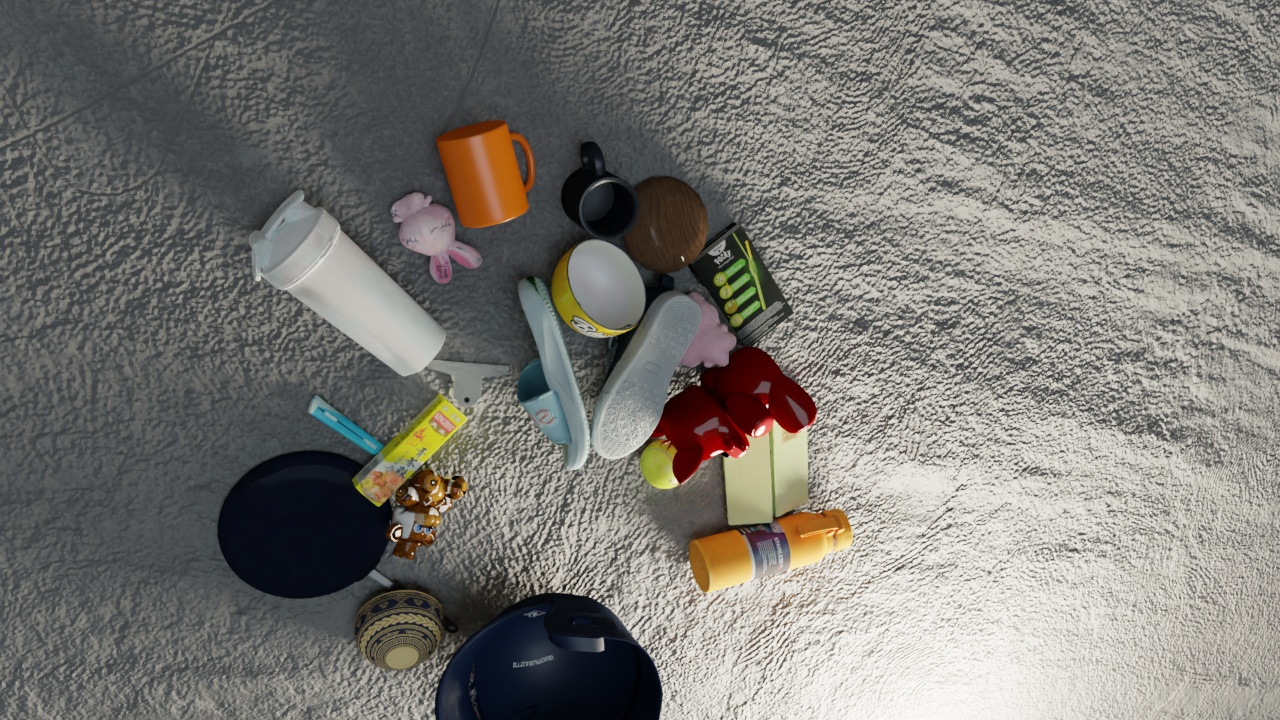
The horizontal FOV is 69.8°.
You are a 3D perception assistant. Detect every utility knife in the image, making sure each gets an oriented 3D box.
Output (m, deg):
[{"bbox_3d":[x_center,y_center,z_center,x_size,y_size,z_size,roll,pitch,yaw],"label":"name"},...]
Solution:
[{"bbox_3d":[-0.340,0.083,1.084,0.123,0.015,0.022,41,70,-30],"label":"utility knife"}]

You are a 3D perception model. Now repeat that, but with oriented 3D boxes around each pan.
[{"bbox_3d":[-0.353,0.252,1.143,0.199,0.021,0.356,-44,119,0],"label":"pan"}]

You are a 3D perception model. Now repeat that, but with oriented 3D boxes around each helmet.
[{"bbox_3d":[-0.130,0.413,1.174,0.271,0.223,0.232,-6,98,-29],"label":"helmet"}]

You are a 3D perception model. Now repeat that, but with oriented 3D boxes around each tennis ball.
[{"bbox_3d":[0.032,0.137,1.215,0.065,0.065,0.065,-7,113,-18],"label":"tennis ball"}]

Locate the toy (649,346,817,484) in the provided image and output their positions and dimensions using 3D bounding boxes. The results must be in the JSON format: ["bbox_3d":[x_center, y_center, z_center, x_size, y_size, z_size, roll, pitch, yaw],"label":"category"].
[{"bbox_3d":[0.105,0.069,1.164,0.197,0.158,0.120,-34,124,-4],"label":"toy"}]

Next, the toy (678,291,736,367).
[{"bbox_3d":[0.079,-0.028,1.156,0.052,0.096,0.099,2,112,-54],"label":"toy"}]

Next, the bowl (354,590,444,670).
[{"bbox_3d":[-0.304,0.353,1.164,0.112,0.061,0.113,-8,125,-12],"label":"bowl"}]

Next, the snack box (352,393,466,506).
[{"bbox_3d":[-0.276,0.106,1.098,0.148,0.029,0.040,-46,119,-8],"label":"snack box"}]

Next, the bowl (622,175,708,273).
[{"bbox_3d":[0.036,-0.163,1.102,0.117,0.030,0.118,-3,98,-25],"label":"bowl"}]

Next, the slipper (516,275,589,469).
[{"bbox_3d":[-0.115,0.018,1.096,0.074,0.104,0.246,-14,116,-2],"label":"slipper"}]

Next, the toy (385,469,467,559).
[{"bbox_3d":[-0.268,0.187,1.120,0.087,0.067,0.112,25,80,-54],"label":"toy"}]

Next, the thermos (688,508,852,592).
[{"bbox_3d":[0.192,0.268,1.312,0.232,0.091,0.076,-11,92,-16],"label":"thermos"}]

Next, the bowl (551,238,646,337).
[{"bbox_3d":[-0.058,-0.078,1.084,0.117,0.068,0.117,18,60,-36],"label":"bowl"}]

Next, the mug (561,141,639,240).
[{"bbox_3d":[-0.049,-0.197,1.045,0.071,0.077,0.105,-15,115,-15],"label":"mug"}]

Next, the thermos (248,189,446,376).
[{"bbox_3d":[-0.314,-0.073,0.988,0.099,0.099,0.220,-44,122,0],"label":"thermos"}]

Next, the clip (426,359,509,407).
[{"bbox_3d":[-0.212,0.029,1.109,0.101,0.040,0.054,6,89,-22],"label":"clip"}]

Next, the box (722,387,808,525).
[{"bbox_3d":[0.179,0.138,1.286,0.140,0.047,0.188,-12,114,-18],"label":"box"}]

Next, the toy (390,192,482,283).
[{"bbox_3d":[-0.229,-0.136,1.021,0.063,0.047,0.110,-34,122,5],"label":"toy"}]

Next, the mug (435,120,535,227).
[{"bbox_3d":[-0.159,-0.211,1.008,0.112,0.078,0.096,-34,122,-37],"label":"mug"}]

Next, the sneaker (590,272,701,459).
[{"bbox_3d":[-0.007,0.007,1.137,0.089,0.087,0.236,21,101,-34],"label":"sneaker"}]

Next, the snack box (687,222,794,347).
[{"bbox_3d":[0.129,-0.094,1.182,0.080,0.025,0.147,-38,118,-3],"label":"snack box"}]
